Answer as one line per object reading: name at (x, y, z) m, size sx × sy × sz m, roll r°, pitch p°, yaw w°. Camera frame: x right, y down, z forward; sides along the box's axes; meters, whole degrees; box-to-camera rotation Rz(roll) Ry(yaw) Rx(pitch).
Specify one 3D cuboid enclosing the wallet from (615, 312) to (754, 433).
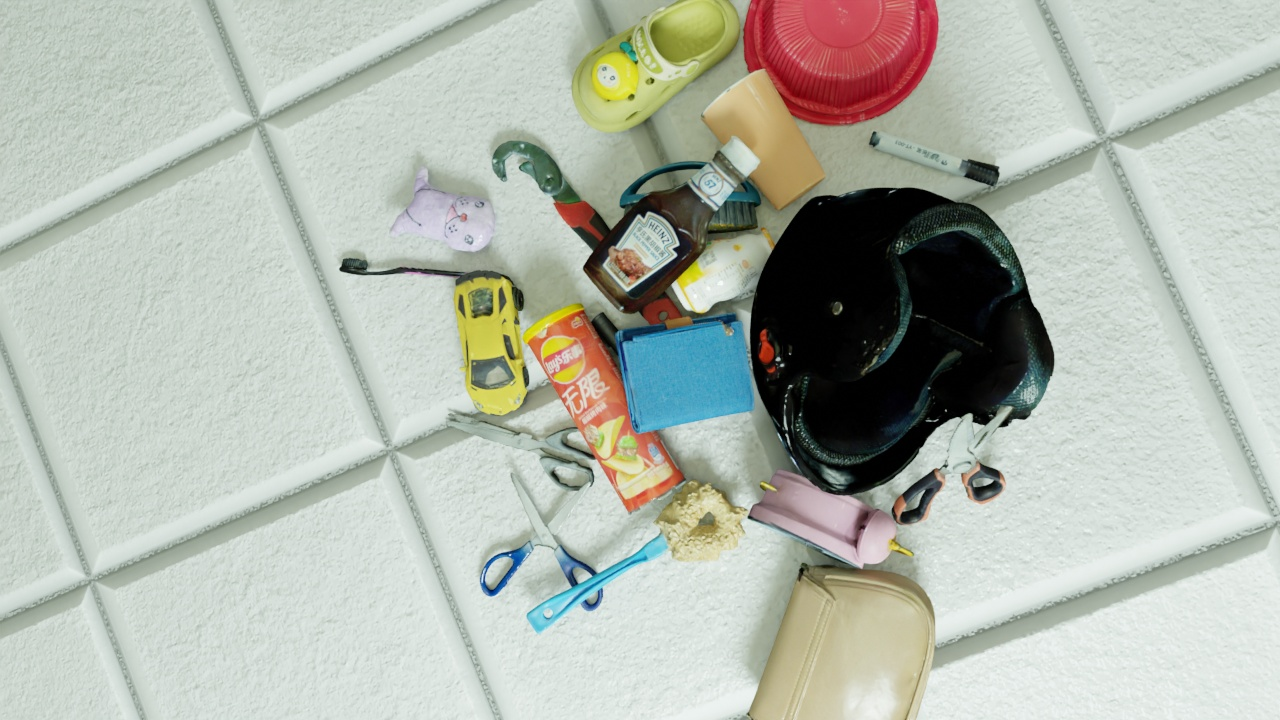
wallet at (0.045, 0.010, 0.917) m, size 0.133 × 0.040 × 0.106 m, roll -10°, pitch 89°, yaw -22°

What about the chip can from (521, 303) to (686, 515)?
chip can at (-0.036, 0.048, 0.937) m, size 0.073 × 0.073 × 0.216 m, roll -33°, pitch 86°, yaw 7°

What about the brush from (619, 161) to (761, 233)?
brush at (0.050, -0.165, 0.929) m, size 0.144 × 0.055 × 0.073 m, roll 1°, pitch 92°, yaw 9°

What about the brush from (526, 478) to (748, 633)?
brush at (-0.006, 0.207, 0.942) m, size 0.255 × 0.046 × 0.083 m, roll -32°, pitch 92°, yaw 6°

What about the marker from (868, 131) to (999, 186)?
marker at (0.292, -0.202, 0.911) m, size 0.131 × 0.018 × 0.022 m, roll 21°, pitch 85°, yaw 8°

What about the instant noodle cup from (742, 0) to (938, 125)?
instant noodle cup at (0.197, -0.333, 0.902) m, size 0.194 × 0.065 × 0.194 m, roll 0°, pitch 91°, yaw 9°

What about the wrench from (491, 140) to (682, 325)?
wrench at (-0.053, -0.133, 0.965) m, size 0.056 × 0.016 × 0.273 m, roll -45°, pitch 84°, yaw 6°

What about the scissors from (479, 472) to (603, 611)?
scissors at (-0.098, 0.198, 0.971) m, size 0.162 × 0.012 × 0.173 m, roll 41°, pitch 100°, yaw 4°

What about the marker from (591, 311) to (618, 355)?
marker at (-0.006, 0.006, 0.957) m, size 0.022 × 0.020 × 0.132 m, roll -42°, pitch 84°, yaw 23°

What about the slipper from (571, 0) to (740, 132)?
slipper at (0.012, -0.311, 0.924) m, size 0.190 × 0.081 × 0.091 m, roll -32°, pitch 83°, yaw 5°

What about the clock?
clock at (0.185, 0.158, 0.882) m, size 0.158 × 0.117 × 0.059 m, roll 24°, pitch 82°, yaw 10°

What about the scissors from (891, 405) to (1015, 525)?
scissors at (0.293, 0.099, 0.831) m, size 0.196 × 0.215 × 0.015 m, roll -39°, pitch 49°, yaw 35°

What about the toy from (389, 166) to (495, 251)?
toy at (-0.203, -0.155, 0.978) m, size 0.108 × 0.039 × 0.083 m, roll 19°, pitch 82°, yaw 9°

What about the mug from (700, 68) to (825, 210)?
mug at (0.125, -0.214, 0.911) m, size 0.078 × 0.078 × 0.123 m, roll -34°, pitch 90°, yaw 7°

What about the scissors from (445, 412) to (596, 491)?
scissors at (-0.122, 0.079, 0.981) m, size 0.137 × 0.014 × 0.174 m, roll -40°, pitch 83°, yaw 8°

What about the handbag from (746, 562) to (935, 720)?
handbag at (0.200, 0.298, 0.891) m, size 0.148 × 0.099 × 0.204 m, roll 20°, pitch 93°, yaw 16°

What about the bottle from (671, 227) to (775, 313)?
bottle at (0.084, -0.093, 0.920) m, size 0.108 × 0.063 × 0.063 m, roll -27°, pitch 86°, yaw 8°

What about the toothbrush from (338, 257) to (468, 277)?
toothbrush at (-0.237, -0.098, 0.996) m, size 0.189 × 0.014 × 0.017 m, roll 4°, pitch 77°, yaw 8°

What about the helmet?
helmet at (0.208, -0.024, 0.822) m, size 0.233 × 0.230 × 0.275 m, roll 14°, pitch 112°, yaw -32°

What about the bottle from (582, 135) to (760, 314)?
bottle at (0.034, -0.133, 0.882) m, size 0.195 × 0.044 × 0.080 m, roll -44°, pitch 77°, yaw 14°

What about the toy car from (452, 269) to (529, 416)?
toy car at (-0.157, -0.018, 0.970) m, size 0.071 × 0.041 × 0.156 m, roll -6°, pitch 91°, yaw 10°
